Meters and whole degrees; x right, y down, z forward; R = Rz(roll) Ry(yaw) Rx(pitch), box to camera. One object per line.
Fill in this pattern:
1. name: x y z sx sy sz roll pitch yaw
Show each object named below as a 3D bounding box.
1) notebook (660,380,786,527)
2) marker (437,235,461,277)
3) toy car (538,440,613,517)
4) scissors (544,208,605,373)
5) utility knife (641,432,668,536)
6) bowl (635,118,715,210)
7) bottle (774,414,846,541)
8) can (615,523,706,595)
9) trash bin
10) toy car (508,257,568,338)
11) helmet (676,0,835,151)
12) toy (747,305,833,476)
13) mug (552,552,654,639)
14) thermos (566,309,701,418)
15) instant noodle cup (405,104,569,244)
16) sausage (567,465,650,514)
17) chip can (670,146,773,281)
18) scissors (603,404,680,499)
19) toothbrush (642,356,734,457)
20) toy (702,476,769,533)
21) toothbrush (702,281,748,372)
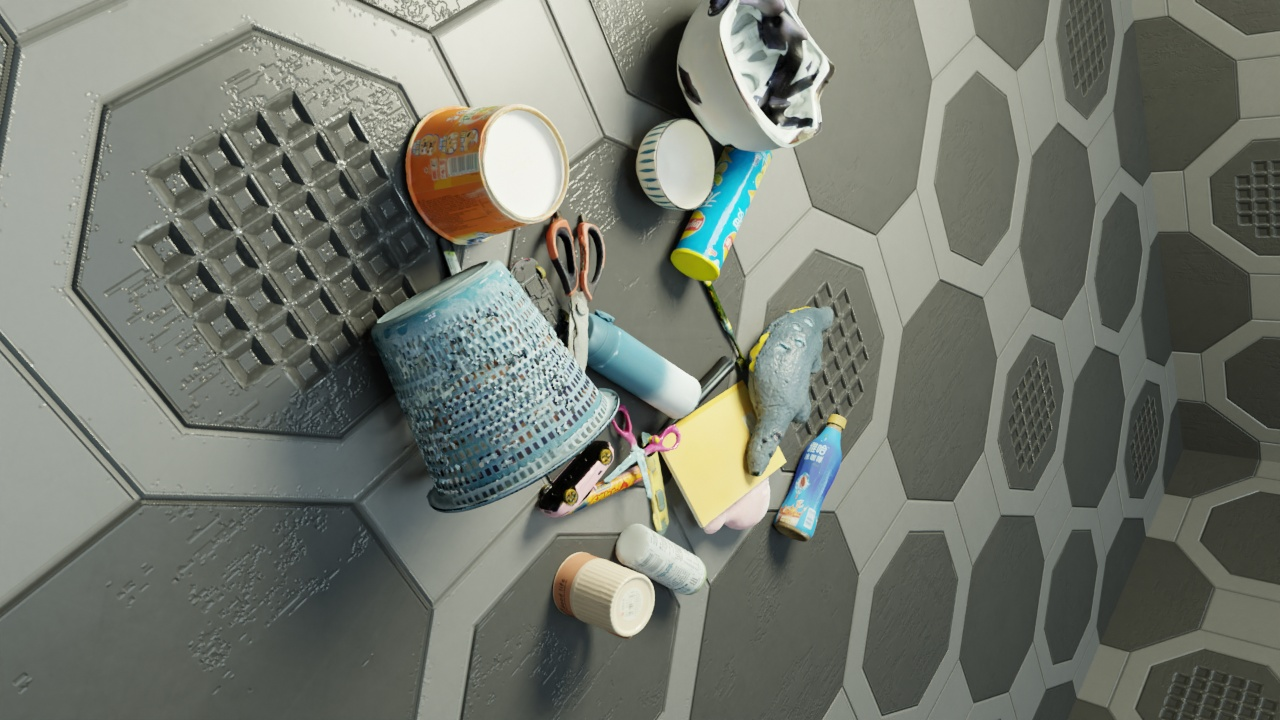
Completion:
1. notebook: 0.121 0.132 1.338 0.205 0.010 0.146 -30 92 -40
2. marker: -0.202 -0.080 1.018 0.018 0.015 0.124 -29 113 -38
3. toy car: -0.077 0.149 1.144 0.122 0.056 0.037 -48 123 -30
4. scissors: -0.083 -0.080 1.088 0.193 0.015 0.205 56 43 -17
5. utility knife: 0.019 0.172 1.279 0.030 0.018 0.163 -28 110 -45
6. bowl: 0.037 -0.254 1.199 0.116 0.066 0.116 -6 98 -45
7. bottle: 0.288 0.189 1.517 0.065 0.065 0.218 43 64 -40
8. can: 0.030 0.277 1.269 0.146 0.058 0.058 38 68 -42
9. trash bin: -0.164 0.013 0.946 0.225 0.227 0.195 -38 108 -36
10. toy car: -0.124 -0.070 1.084 0.049 0.031 0.106 -44 119 -34
11. helmet: 0.132 -0.382 1.215 0.229 0.146 0.258 46 52 -33
12. toy: 0.224 0.012 1.404 0.138 0.092 0.355 59 46 -39
13. mug: -0.041 0.308 1.166 0.081 0.106 0.114 -41 122 -34
14. thermos: -0.007 0.007 1.190 0.220 0.070 0.070 34 71 -43
15. instant noodle cup: -0.155 -0.201 0.971 0.151 0.112 0.151 -2 93 -47
16. sausage: -0.045 0.168 1.203 0.164 0.021 0.021 -20 109 -42
17. chip can: 0.116 -0.216 1.280 0.071 0.071 0.210 41 67 -40
18. scissors: -0.004 0.116 1.220 0.133 0.017 0.135 -37 99 -27
19. toothbrush: 0.067 0.064 1.297 0.027 0.026 0.212 47 55 -2
20. toy: 0.137 0.197 1.370 0.159 0.054 0.121 -9 93 -46
21. toothbrush: 0.121 -0.057 1.351 0.017 0.012 0.186 -41 123 -22
